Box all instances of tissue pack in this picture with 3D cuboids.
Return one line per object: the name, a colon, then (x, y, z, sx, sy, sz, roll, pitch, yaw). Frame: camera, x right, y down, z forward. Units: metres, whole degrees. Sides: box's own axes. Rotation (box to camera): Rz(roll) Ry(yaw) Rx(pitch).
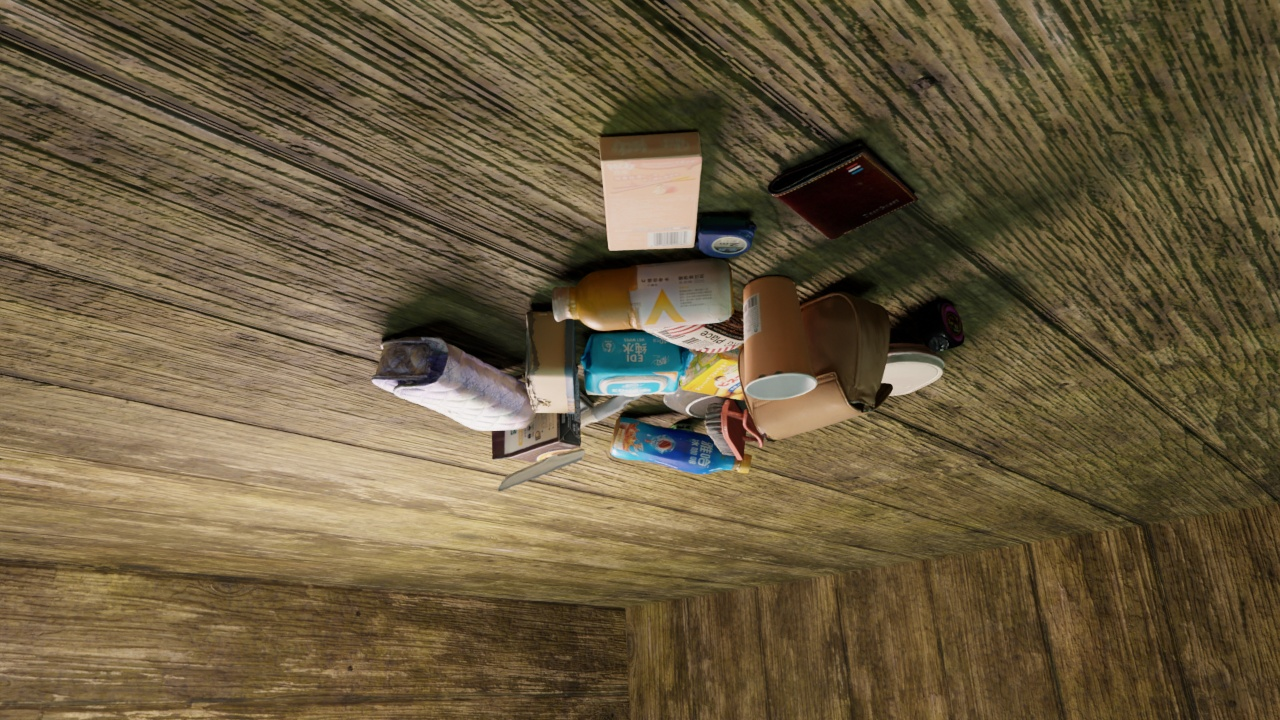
tissue pack: (-0.007, 0.007, 1.156, 0.140, 0.063, 0.090, -1, 158, -5)

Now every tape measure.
tape measure: (0.357, -0.039, 1.097, 0.057, 0.058, 0.039, -14, 174, -46)
tape measure: (0.081, -0.122, 0.895, 0.058, 0.025, 0.054, 2, 160, -2)

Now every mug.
mug: (0.148, -0.027, 1.013, 0.078, 0.122, 0.078, -4, 158, -2)

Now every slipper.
slipper: (0.331, 0.008, 1.213, 0.114, 0.054, 0.274, -3, 169, 8)

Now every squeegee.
squeegee: (-0.067, 0.087, 1.328, 0.247, 0.039, 0.246, -38, 169, 23)

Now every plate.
plate: (0.123, 0.060, 1.361, 0.179, 0.024, 0.180, -2, 158, -1)

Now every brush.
brush: (0.141, 0.098, 1.344, 0.069, 0.063, 0.146, 2, 159, 18)

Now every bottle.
bottle: (0.003, -0.067, 0.965, 0.189, 0.068, 0.068, -5, 158, 5)
bottle: (0.064, 0.140, 1.434, 0.219, 0.065, 0.065, 12, 158, 2)

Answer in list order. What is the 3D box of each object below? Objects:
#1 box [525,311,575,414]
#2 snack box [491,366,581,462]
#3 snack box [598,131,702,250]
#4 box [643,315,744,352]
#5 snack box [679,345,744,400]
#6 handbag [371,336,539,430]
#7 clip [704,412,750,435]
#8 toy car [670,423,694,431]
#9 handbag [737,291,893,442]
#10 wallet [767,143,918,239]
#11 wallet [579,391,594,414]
box: (-0.105, 0.003, 1.098, 0.059, 0.089, 0.184, 0, 163, -5)
snack box: (-0.140, 0.072, 1.235, 0.126, 0.113, 0.053, -21, 153, 39)
snack box: (0.009, -0.147, 0.821, 0.084, 0.026, 0.157, -3, 158, -1)
box: (0.060, -0.047, 1.071, 0.071, 0.057, 0.164, -38, 144, 29)
snack box: (0.131, 0.016, 1.224, 0.140, 0.033, 0.087, 13, 145, -34)
handbag: (-0.231, 0.034, 1.154, 0.134, 0.075, 0.193, -1, 162, 32)
clip: (0.156, 0.106, 1.472, 0.103, 0.035, 0.092, -12, 154, 2)
toy car: (0.058, 0.130, 1.511, 0.043, 0.036, 0.091, 4, 156, -21)
handbag: (0.208, 0.010, 1.079, 0.099, 0.147, 0.205, 13, 158, -31)
wallet: (0.187, -0.153, 0.843, 0.097, 0.020, 0.122, -19, 156, 34)
wallet: (-0.140, 0.077, 1.347, 0.130, 0.037, 0.106, -20, 156, 10)
